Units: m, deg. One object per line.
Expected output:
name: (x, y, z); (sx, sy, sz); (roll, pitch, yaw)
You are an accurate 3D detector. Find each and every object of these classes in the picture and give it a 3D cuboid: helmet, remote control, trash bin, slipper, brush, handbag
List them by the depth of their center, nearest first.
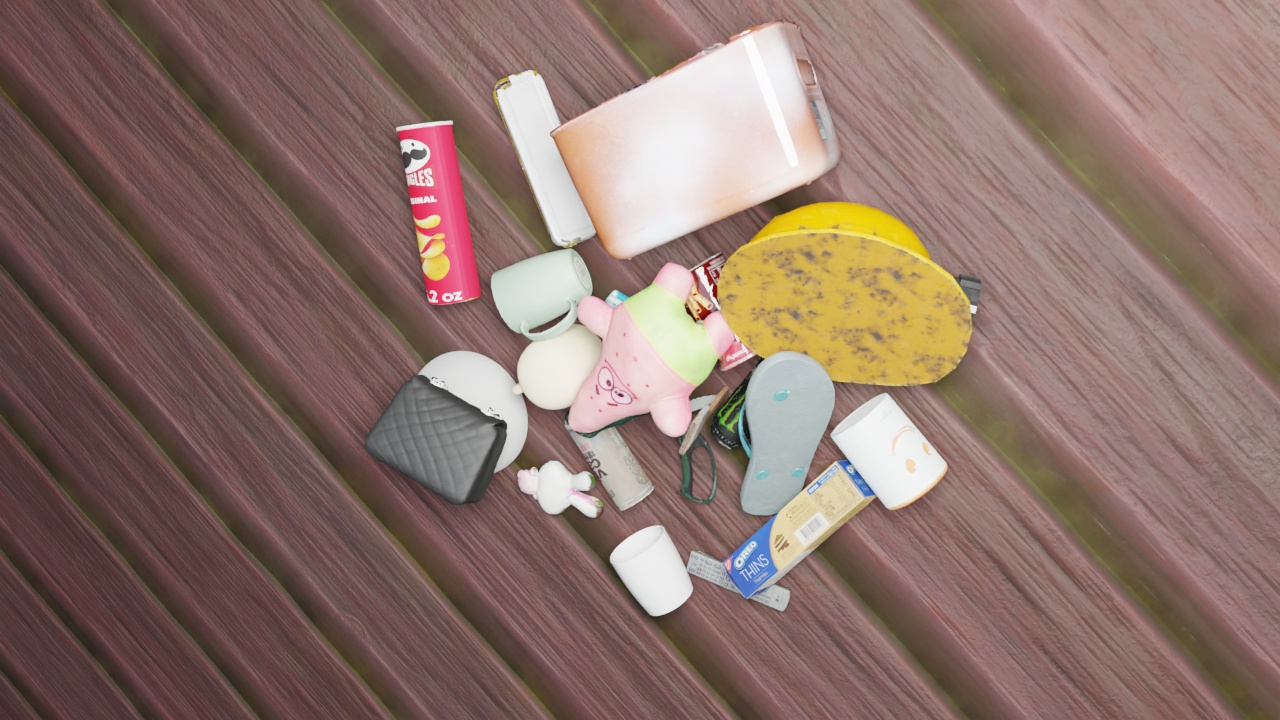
trash bin: (0.064, -0.223, 0.962); (0.260, 0.181, 0.157); (-19, 99, 24)
helmet: (0.219, -0.089, 0.964); (0.255, 0.131, 0.206); (15, 141, 11)
slipper: (0.161, 0.078, 1.046); (0.098, 0.054, 0.269); (-6, 134, -4)
brush: (0.079, 0.058, 1.055); (0.008, 0.142, 0.045); (28, 121, 12)
handbag: (-0.244, 0.098, 1.163); (0.154, 0.114, 0.125); (28, 90, 15)
remote control: (0.125, 0.281, 1.173); (0.136, 0.013, 0.033); (19, 111, 15)

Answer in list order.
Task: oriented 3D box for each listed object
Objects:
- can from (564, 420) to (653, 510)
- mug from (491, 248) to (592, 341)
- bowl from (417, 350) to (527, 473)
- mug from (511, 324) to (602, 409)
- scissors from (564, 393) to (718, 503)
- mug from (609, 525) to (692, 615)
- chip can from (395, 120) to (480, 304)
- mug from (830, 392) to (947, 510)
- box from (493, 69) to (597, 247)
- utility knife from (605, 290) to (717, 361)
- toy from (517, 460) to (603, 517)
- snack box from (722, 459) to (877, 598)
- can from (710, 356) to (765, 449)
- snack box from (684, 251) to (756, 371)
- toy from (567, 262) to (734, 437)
can: (-0.041, 0.120, 1.169); (0.054, 0.054, 0.135); (-31, 92, 26)
mug: (-0.115, -0.076, 1.115); (0.104, 0.084, 0.111); (-21, 57, 15)
bowl: (-0.243, 0.079, 1.228); (0.177, 0.066, 0.177); (6, 107, 20)
mug: (-0.110, 0.016, 1.140); (0.120, 0.099, 0.096); (-24, 95, 25)
scissors: (0.012, 0.094, 1.132); (0.203, 0.015, 0.202); (-9, 105, 2)
mug: (0.008, 0.273, 1.190); (0.114, 0.080, 0.087); (-16, 107, 55)
chip can: (-0.252, -0.184, 1.154); (0.069, 0.069, 0.221); (-2, 105, 22)
mug: (0.277, 0.101, 1.026); (0.082, 0.082, 0.105); (-40, 87, 26)
box: (-0.111, -0.239, 1.098); (0.067, 0.070, 0.210); (-22, 98, 5)
utility knife: (0.033, -0.034, 1.116); (0.176, 0.015, 0.022); (32, 114, 11)
toy: (-0.108, 0.169, 1.219); (0.123, 0.037, 0.079); (10, 120, 18)
snack box: (0.188, 0.201, 1.094); (0.207, 0.056, 0.057); (-48, 64, 26)
can: (0.138, 0.042, 1.077); (0.054, 0.053, 0.138); (40, 115, 6)
snack box: (0.093, -0.056, 1.056); (0.072, 0.072, 0.121); (-29, 93, 25)
toy: (-0.006, 0.006, 1.039); (0.237, 0.096, 0.192); (-44, 78, 26)
